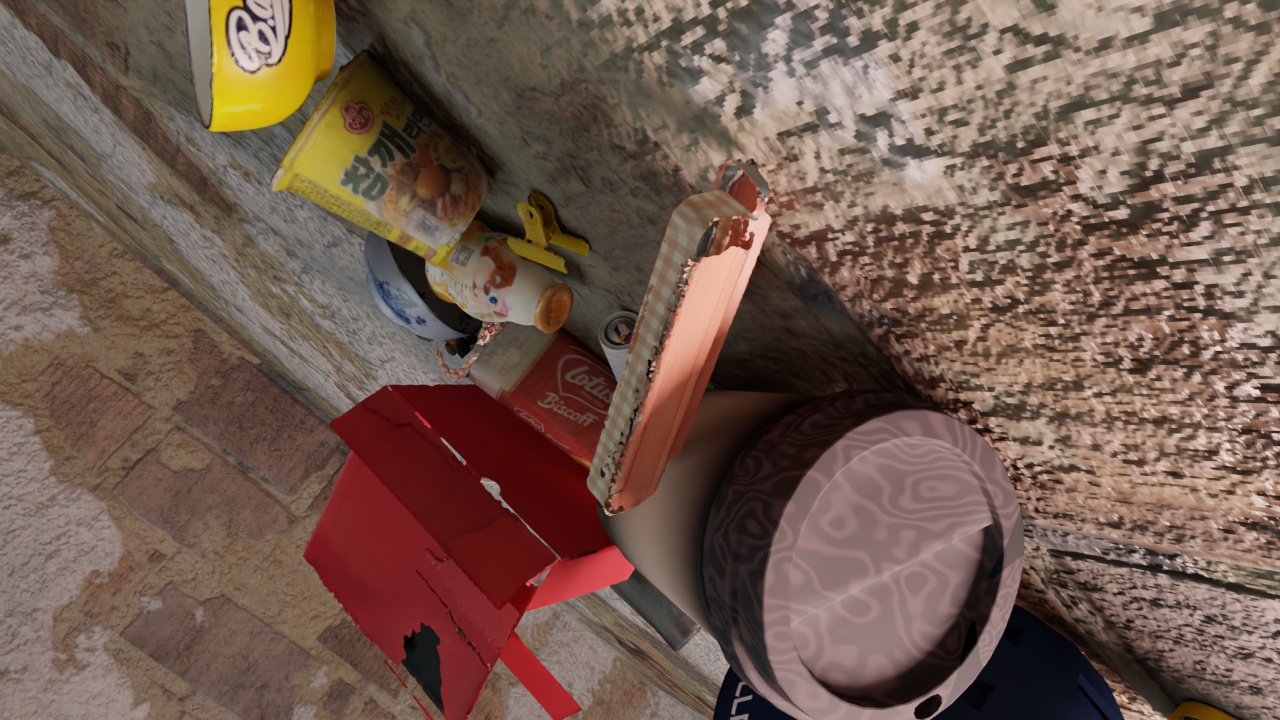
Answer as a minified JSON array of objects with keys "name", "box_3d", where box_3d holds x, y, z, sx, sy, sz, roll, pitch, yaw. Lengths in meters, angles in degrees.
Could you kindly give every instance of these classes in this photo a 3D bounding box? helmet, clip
[{"name":"helmet","box_3d":[0.201,0.266,0.578,0.224,0.231,0.272,-30,94,50]},{"name":"clip","box_3d":[-0.064,-0.080,0.581,0.054,0.045,0.048,26,-177,33]}]

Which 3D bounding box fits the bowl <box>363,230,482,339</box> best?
[{"name":"bowl","box_3d":[-0.172,-0.060,0.693,0.114,0.045,0.114,55,-165,-24]}]

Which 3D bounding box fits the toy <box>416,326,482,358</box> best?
[{"name":"toy","box_3d":[-0.165,-0.031,0.805,0.100,0.062,0.076,40,154,59]}]

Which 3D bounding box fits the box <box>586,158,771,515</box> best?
[{"name":"box","box_3d":[0.013,-0.006,0.439,0.054,0.078,0.188,17,127,-1]}]

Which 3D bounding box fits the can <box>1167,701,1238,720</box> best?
[{"name":"can","box_3d":[0.373,0.292,0.549,0.135,0.104,0.075,26,158,30]}]

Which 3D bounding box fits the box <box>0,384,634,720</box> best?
[{"name":"box","box_3d":[-0.193,0.139,0.641,0.211,0.408,0.108,39,134,28]}]

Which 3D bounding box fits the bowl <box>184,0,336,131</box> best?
[{"name":"bowl","box_3d":[-0.208,-0.185,0.503,0.117,0.067,0.117,17,109,58]}]

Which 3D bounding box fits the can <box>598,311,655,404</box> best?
[{"name":"can","box_3d":[-0.004,0.004,0.658,0.032,0.032,0.095,27,158,27]}]

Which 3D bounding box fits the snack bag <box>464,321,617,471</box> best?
[{"name":"snack bag","box_3d":[-0.030,0.048,0.738,0.225,0.077,0.041,38,156,-2]}]

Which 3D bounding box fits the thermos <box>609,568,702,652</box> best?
[{"name":"thermos","box_3d":[-0.013,0.208,0.989,0.221,0.098,0.098,47,164,16]}]

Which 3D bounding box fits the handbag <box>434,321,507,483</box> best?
[{"name":"handbag","box_3d":[-0.108,0.036,0.913,0.199,0.116,0.187,-6,92,56]}]

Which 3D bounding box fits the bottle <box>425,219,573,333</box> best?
[{"name":"bottle","box_3d":[-0.098,-0.056,0.640,0.109,0.063,0.063,29,159,28]}]

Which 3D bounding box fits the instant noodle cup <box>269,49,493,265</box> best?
[{"name":"instant noodle cup","box_3d":[-0.154,-0.117,0.566,0.108,0.102,0.102,34,163,-20]}]

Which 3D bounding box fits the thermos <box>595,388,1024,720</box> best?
[{"name":"thermos","box_3d":[0.076,0.093,0.540,0.172,0.172,0.226,46,165,-22]}]
